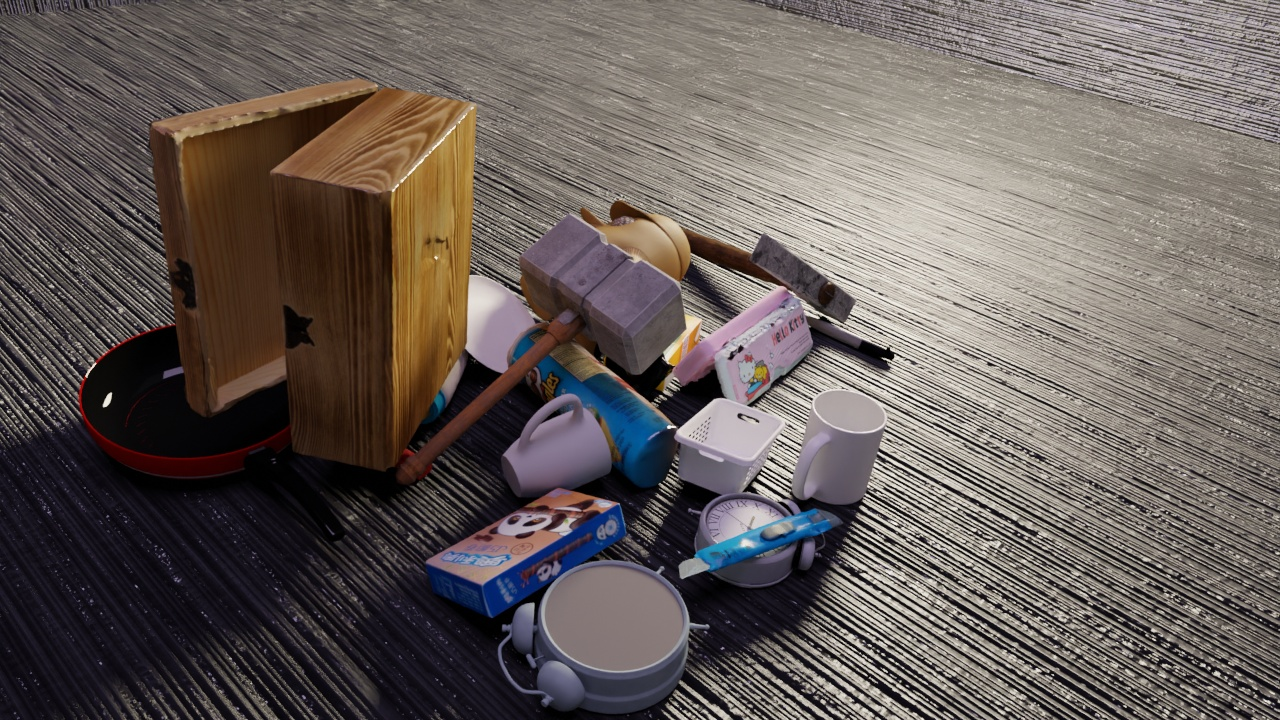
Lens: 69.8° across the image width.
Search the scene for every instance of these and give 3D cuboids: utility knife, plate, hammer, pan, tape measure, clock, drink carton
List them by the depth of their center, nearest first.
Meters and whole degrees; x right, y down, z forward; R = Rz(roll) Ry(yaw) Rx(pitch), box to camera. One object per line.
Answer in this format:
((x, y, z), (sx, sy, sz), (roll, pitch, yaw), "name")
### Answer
((-0.033, 0.218, 0.722), (0.159, 0.045, 0.122), (-12, 36, -28), "clock")
((0.104, 0.158, 0.800), (0.173, 0.015, 0.031), (-16, 34, -28), "utility knife")
((0.109, 0.162, 0.842), (0.122, 0.035, 0.094), (-2, 34, -12), "clock")
((-0.379, 0.073, 0.869), (0.208, 0.067, 0.356), (-25, 51, -40), "pan")
((-0.118, 0.008, 0.905), (0.163, 0.083, 0.317), (36, 69, 27), "hammer")
((-0.006, 0.006, 1.020), (0.072, 0.071, 0.042), (46, 6, 22), "tape measure")
((-0.172, -0.039, 1.066), (0.134, 0.011, 0.134), (32, 39, -30), "plate")
((0.026, -0.017, 1.101), (0.058, 0.041, 0.122), (18, 35, 17), "drink carton")
((0.122, -0.146, 1.246), (0.217, 0.037, 0.301), (25, 2, -45), "hammer")

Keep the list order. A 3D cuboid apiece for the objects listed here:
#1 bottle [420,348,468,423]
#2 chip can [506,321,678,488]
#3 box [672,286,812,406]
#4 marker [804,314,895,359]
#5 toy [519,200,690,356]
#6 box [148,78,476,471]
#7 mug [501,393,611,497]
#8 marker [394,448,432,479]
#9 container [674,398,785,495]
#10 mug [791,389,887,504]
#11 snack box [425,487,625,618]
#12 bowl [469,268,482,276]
((-0.224, 0.027, 0.981), (0.051, 0.051, 0.146), (7, 33, 1), "bottle")
((-0.049, 0.042, 0.968), (0.079, 0.080, 0.229), (-19, 41, -34), "chip can")
((0.138, -0.009, 1.091), (0.095, 0.088, 0.201), (48, 44, 8), "box")
((0.265, -0.033, 1.184), (0.139, 0.022, 0.016), (28, 44, 28), "marker")
((-0.028, -0.116, 1.125), (0.202, 0.162, 0.199), (-34, 14, -30), "toy")
((-0.282, -0.099, 0.854), (0.215, 0.280, 0.256), (11, 33, 5), "box")
((-0.084, 0.080, 0.871), (0.089, 0.107, 0.071), (-22, 44, -24), "mug")
((-0.271, 0.080, 0.918), (0.145, 0.021, 0.023), (22, 13, 23), "marker")
((0.087, 0.088, 0.920), (0.081, 0.050, 0.129), (19, 22, 19), "container")
((0.188, 0.093, 0.910), (0.074, 0.091, 0.110), (31, 40, 33), "mug")
((-0.096, 0.159, 0.784), (0.151, 0.034, 0.087), (-24, 19, -39), "snack box")
((-0.222, -0.055, 1.085), (0.114, 0.061, 0.114), (33, 38, -31), "bowl")
